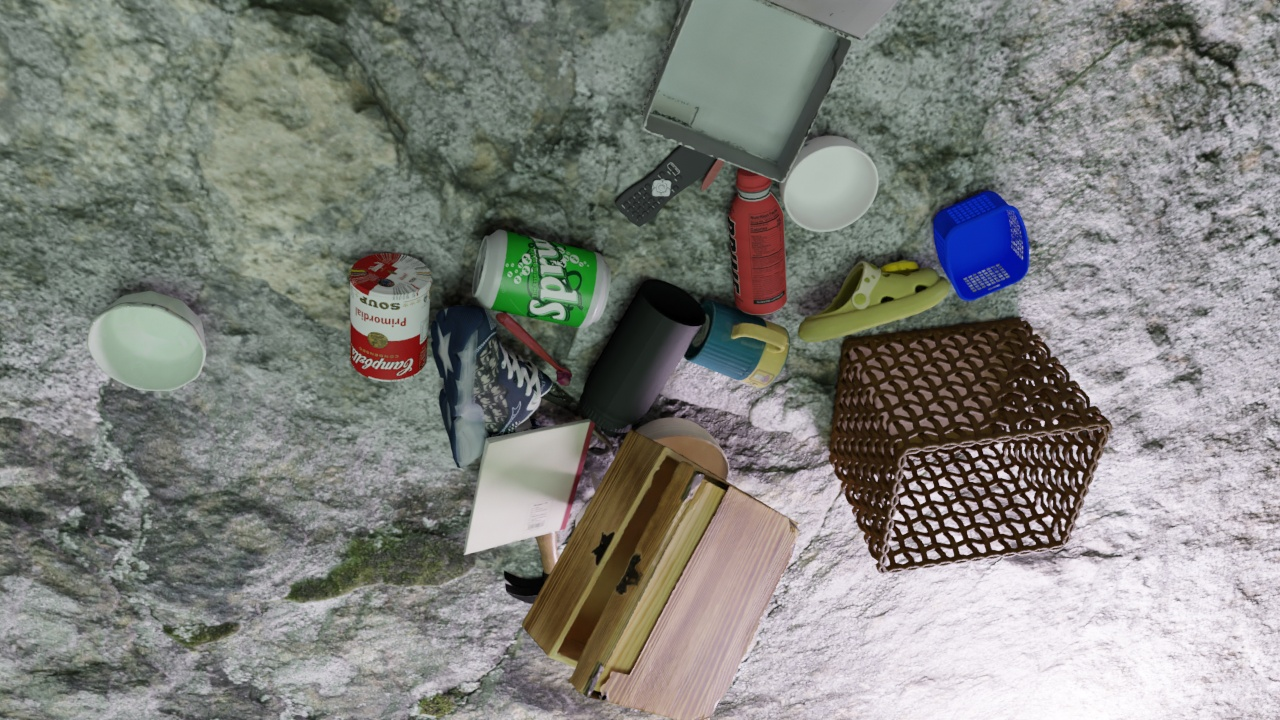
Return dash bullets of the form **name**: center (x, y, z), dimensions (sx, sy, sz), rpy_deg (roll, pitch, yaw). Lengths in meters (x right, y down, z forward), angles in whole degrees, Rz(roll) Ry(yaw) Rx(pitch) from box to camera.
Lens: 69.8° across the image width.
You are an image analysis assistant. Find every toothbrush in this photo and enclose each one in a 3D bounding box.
- **toothbrush**: center (0.113, -0.256, 0.968), dimensions (0.015, 0.015, 0.185), rpy_deg (20, 119, -24)
- **toothbrush**: center (-0.122, -0.010, 1.075), dimensions (0.016, 0.016, 0.190), rpy_deg (-4, 156, 18)

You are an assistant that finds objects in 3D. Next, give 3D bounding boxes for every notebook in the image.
- **notebook**: center (-0.144, 0.164, 1.186), dimensions (0.152, 0.012, 0.209), rpy_deg (-9, 134, -31)

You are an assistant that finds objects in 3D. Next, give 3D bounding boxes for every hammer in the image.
- **hammer**: center (-0.142, 0.236, 1.301), dimensions (0.132, 0.040, 0.306), rpy_deg (-10, 128, -6)

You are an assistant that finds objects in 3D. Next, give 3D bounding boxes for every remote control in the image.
- **remote control**: center (0.030, -0.197, 1.007), dimensions (0.125, 0.009, 0.046), rpy_deg (-37, 125, 18)

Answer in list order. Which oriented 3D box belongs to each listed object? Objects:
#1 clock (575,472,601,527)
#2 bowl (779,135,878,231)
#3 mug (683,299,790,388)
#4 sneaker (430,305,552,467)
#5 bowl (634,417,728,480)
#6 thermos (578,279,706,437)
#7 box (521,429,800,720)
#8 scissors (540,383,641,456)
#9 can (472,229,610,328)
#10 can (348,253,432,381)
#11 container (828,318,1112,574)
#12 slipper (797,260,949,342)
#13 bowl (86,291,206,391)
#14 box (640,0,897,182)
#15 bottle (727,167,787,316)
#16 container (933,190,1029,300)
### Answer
- **clock**: center (-0.030, 0.241, 1.242), dimensions (0.125, 0.160, 0.073), rpy_deg (33, 116, -30)
- **bowl**: center (0.203, -0.198, 1.009), dimensions (0.105, 0.054, 0.105), rpy_deg (-4, 126, -5)
- **mug**: center (0.121, -0.024, 1.100), dimensions (0.107, 0.083, 0.114), rpy_deg (21, 164, -20)
- **sneaker**: center (-0.168, 0.024, 1.081), dimensions (0.132, 0.103, 0.270), rpy_deg (-12, 146, -17)
- **bowl**: center (0.037, 0.131, 1.222), dimensions (0.150, 0.075, 0.151), rpy_deg (-4, 128, -6)
- **thermos**: center (-0.007, 0.006, 1.111), dimensions (0.086, 0.086, 0.199), rpy_deg (18, 123, -22)
- **box**: center (0.041, 0.269, 1.109), dimensions (0.245, 0.168, 0.279), rpy_deg (33, 82, -33)
- **scissors**: center (-0.078, 0.073, 1.197), dimensions (0.163, 0.012, 0.155), rpy_deg (0, 127, -11)
- **can**: center (-0.110, -0.089, 1.018), dimensions (0.139, 0.087, 0.088), rpy_deg (11, 125, -18)
- **can**: center (-0.279, -0.048, 1.021), dimensions (0.086, 0.086, 0.117), rpy_deg (4, 127, -13)
- **container**: center (0.401, 0.105, 1.176), dimensions (0.251, 0.213, 0.220), rpy_deg (-7, 128, -5)
- **slipper**: center (0.273, -0.079, 1.108), dimensions (0.190, 0.092, 0.081), rpy_deg (-19, 89, -6)
- **bowl**: center (-0.534, -0.029, 1.008), dimensions (0.117, 0.061, 0.118), rpy_deg (-5, 129, -6)
- **box**: center (0.153, -0.355, 0.785), dimensions (0.166, 0.118, 0.480), rpy_deg (18, 145, -10)
- **bottle**: center (0.132, -0.137, 1.039), dimensions (0.062, 0.062, 0.177), rpy_deg (-11, 129, -1)
- **container**: center (0.400, -0.138, 1.086), dimensions (0.096, 0.058, 0.114), rpy_deg (-23, 128, 8)
